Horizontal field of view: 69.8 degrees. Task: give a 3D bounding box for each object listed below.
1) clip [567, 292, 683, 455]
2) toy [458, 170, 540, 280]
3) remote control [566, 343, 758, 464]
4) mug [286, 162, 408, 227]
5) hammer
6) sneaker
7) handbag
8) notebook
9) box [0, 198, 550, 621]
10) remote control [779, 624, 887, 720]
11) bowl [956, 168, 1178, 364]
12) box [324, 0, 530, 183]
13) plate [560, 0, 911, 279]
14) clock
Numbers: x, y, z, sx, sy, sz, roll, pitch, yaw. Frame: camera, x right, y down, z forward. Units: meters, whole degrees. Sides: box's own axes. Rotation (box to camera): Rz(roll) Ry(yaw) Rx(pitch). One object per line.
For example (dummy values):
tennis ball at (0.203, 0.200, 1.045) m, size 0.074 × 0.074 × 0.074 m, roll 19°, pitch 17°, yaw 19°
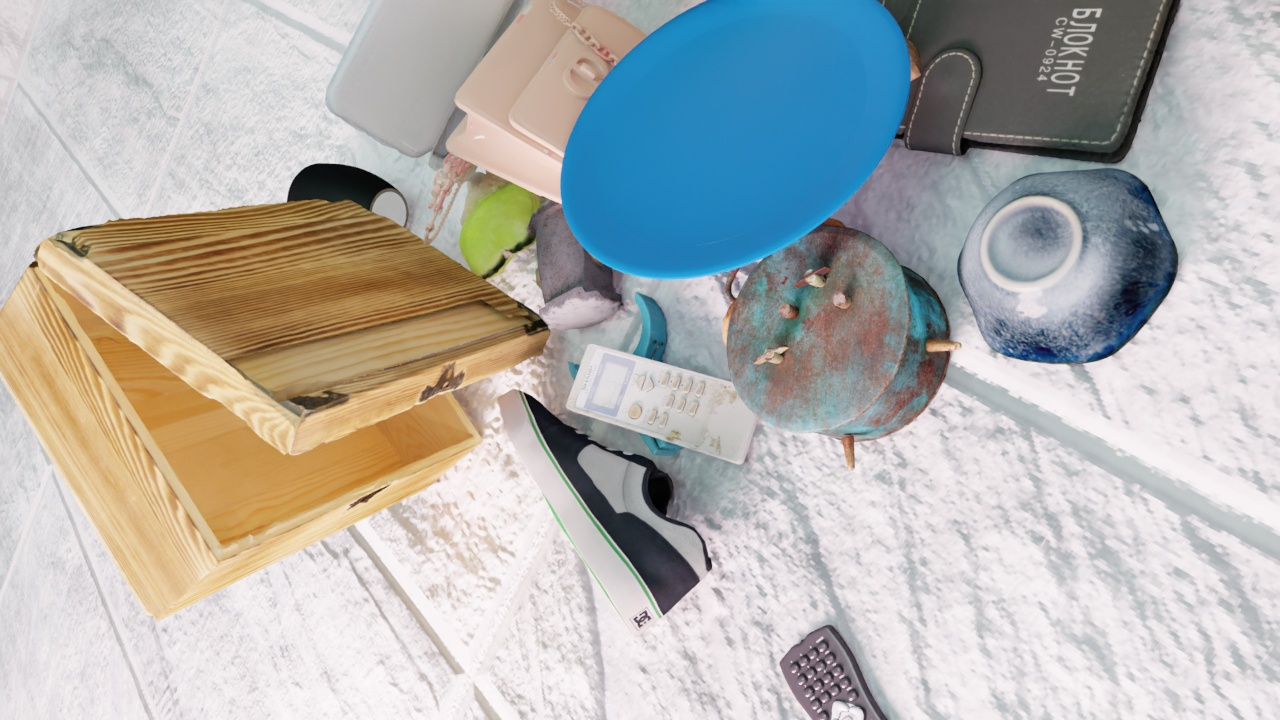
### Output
clip at (-0.002, 0.001, 0.668) m, size 0.121 × 0.033 × 0.119 m, roll 22°, pitch 91°, yaw 42°
toy at (-0.124, -0.128, 0.790) m, size 0.092 × 0.046 × 0.115 m, roll -38°, pitch 51°, yaw 27°
remote control at (0.014, 0.028, 0.626) m, size 0.136 × 0.011 × 0.050 m, roll 16°, pitch 81°, yaw 26°
mug at (-0.284, -0.135, 0.918) m, size 0.100 × 0.084 × 0.119 m, roll 13°, pitch 119°, yaw 30°
hammer at (0.041, -0.118, 0.629) m, size 0.329 × 0.052 × 0.098 m, roll -25°, pitch 65°, yaw 38°
sneaker at (-0.029, 0.085, 0.647) m, size 0.079 × 0.084 × 0.235 m, roll -33°, pitch 43°, yaw -10°
handbag at (-0.067, -0.174, 0.724) m, size 0.198 × 0.116 × 0.188 m, roll -65°, pitch 4°, yaw -34°
notebook at (0.199, -0.204, 0.539) m, size 0.209 × 0.029 × 0.169 m, roll 20°, pitch 94°, yaw 44°
box at (-0.257, -0.016, 0.673) m, size 0.221 × 0.278 × 0.258 m, roll -41°, pitch 82°, yaw 29°
remote control at (0.123, 0.212, 0.517) m, size 0.047 × 0.009 × 0.124 m, roll -47°, pitch 54°, yaw 23°
bowl at (0.210, -0.054, 0.474) m, size 0.111 × 0.055 × 0.110 m, roll -11°, pitch 73°, yaw 40°
box at (-0.133, -0.249, 0.722) m, size 0.084 × 0.185 × 0.211 m, roll 31°, pitch 94°, yaw 21°
plate at (0.053, -0.140, 0.559) m, size 0.225 × 0.024 × 0.223 m, roll -15°, pitch 56°, yaw 23°
clock at (0.103, -0.025, 0.549) m, size 0.121 × 0.073 × 0.157 m, roll -54°, pitch 50°, yaw 18°
